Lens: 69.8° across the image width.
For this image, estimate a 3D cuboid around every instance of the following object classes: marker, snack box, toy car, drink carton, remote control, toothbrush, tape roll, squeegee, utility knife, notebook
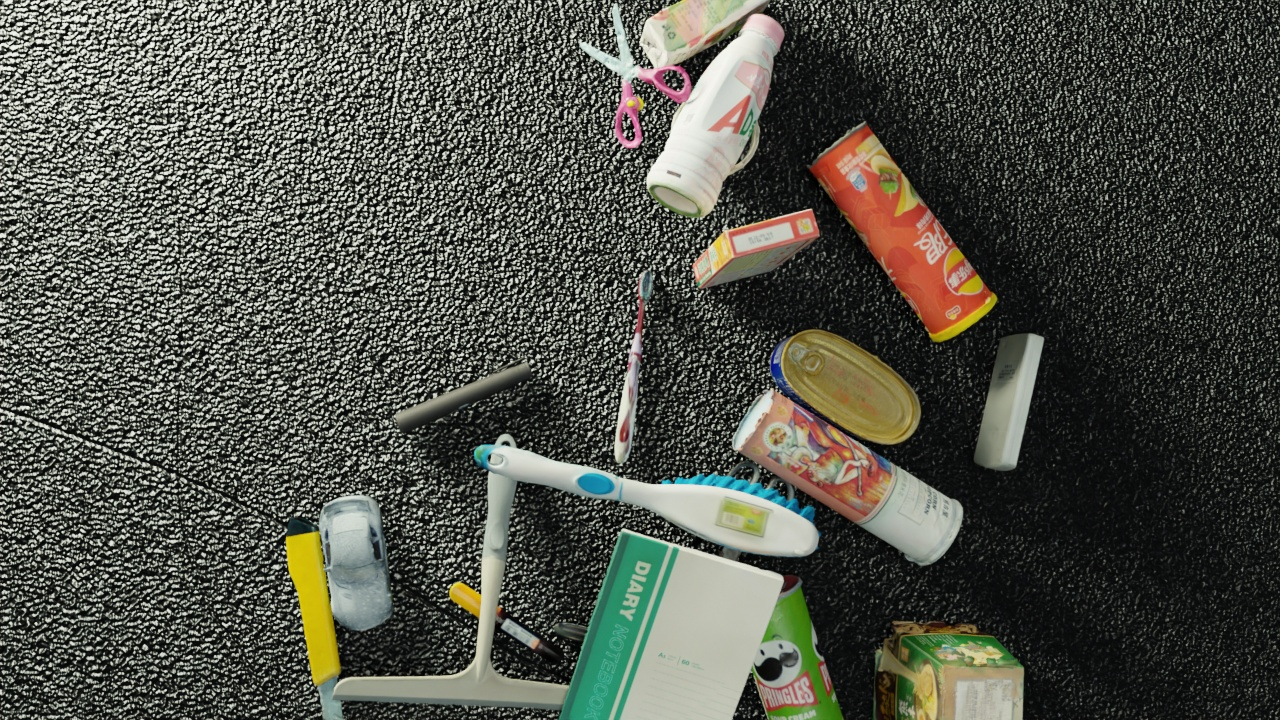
[{"bbox_3d":[-0.163,0.032,0.850,0.132,0.020,0.022,-24,101,-8],"label":"marker"},{"bbox_3d":[-0.123,0.243,0.848,0.124,0.015,0.018,35,81,-6],"label":"marker"},{"bbox_3d":[0.099,-0.096,0.822,0.077,0.156,0.027,-15,87,-8],"label":"snack box"},{"bbox_3d":[-0.255,0.181,0.823,0.054,0.037,0.120,-8,91,-8],"label":"toy car"},{"bbox_3d":[0.061,-0.329,0.881,0.122,0.053,0.045,-33,91,-9],"label":"drink carton"},{"bbox_3d":[0.361,0.041,0.900,0.019,0.056,0.135,15,84,-7],"label":"remote control"},{"bbox_3d":[-0.005,0.005,0.873,0.016,0.017,0.187,9,85,-6],"label":"toothbrush"},{"bbox_3d":[0.073,-0.222,0.897,0.085,0.014,0.085,0,87,-8],"label":"tape roll"},{"bbox_3d":[-0.132,0.187,0.825,0.246,0.039,0.246,8,80,-12],"label":"squeegee"},{"bbox_3d":[0.006,0.273,0.862,0.181,0.018,0.015,16,93,-5],"label":"toothbrush"},{"bbox_3d":[0.291,0.312,0.851,0.118,0.106,0.117,3,87,-7],"label":"snack box"},{"bbox_3d":[-0.291,0.237,0.825,0.033,0.015,0.197,-10,89,8],"label":"utility knife"},{"bbox_3d":[0.023,0.265,0.816,0.150,0.012,0.209,17,100,-3],"label":"notebook"}]

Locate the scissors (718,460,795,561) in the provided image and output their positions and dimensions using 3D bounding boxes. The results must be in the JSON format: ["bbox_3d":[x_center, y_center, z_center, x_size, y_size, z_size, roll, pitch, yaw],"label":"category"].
[{"bbox_3d":[0.095,0.185,0.879,0.140,0.014,0.173,-9,88,-7],"label":"scissors"}]

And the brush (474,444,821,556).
[{"bbox_3d":[0.012,0.121,0.828,0.314,0.109,0.060,15,90,8],"label":"brush"}]

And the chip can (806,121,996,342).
[{"bbox_3d":[0.253,-0.124,0.887,0.073,0.073,0.216,-36,91,-8],"label":"chip can"}]

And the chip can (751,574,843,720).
[{"bbox_3d":[0.150,0.322,0.851,0.072,0.072,0.236,-18,90,-8],"label":"chip can"}]

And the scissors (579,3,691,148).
[{"bbox_3d":[-0.004,-0.271,0.864,0.124,0.017,0.133,-7,98,35],"label":"scissors"}]

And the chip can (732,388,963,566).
[{"bbox_3d":[0.193,0.109,0.868,0.214,0.071,0.071,31,83,-4],"label":"chip can"}]

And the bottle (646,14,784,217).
[{"bbox_3d":[0.076,-0.232,0.858,0.068,0.068,0.196,28,81,-5],"label":"bottle"}]

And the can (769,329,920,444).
[{"bbox_3d":[0.195,0.026,0.882,0.148,0.049,0.074,32,83,-5],"label":"can"}]
